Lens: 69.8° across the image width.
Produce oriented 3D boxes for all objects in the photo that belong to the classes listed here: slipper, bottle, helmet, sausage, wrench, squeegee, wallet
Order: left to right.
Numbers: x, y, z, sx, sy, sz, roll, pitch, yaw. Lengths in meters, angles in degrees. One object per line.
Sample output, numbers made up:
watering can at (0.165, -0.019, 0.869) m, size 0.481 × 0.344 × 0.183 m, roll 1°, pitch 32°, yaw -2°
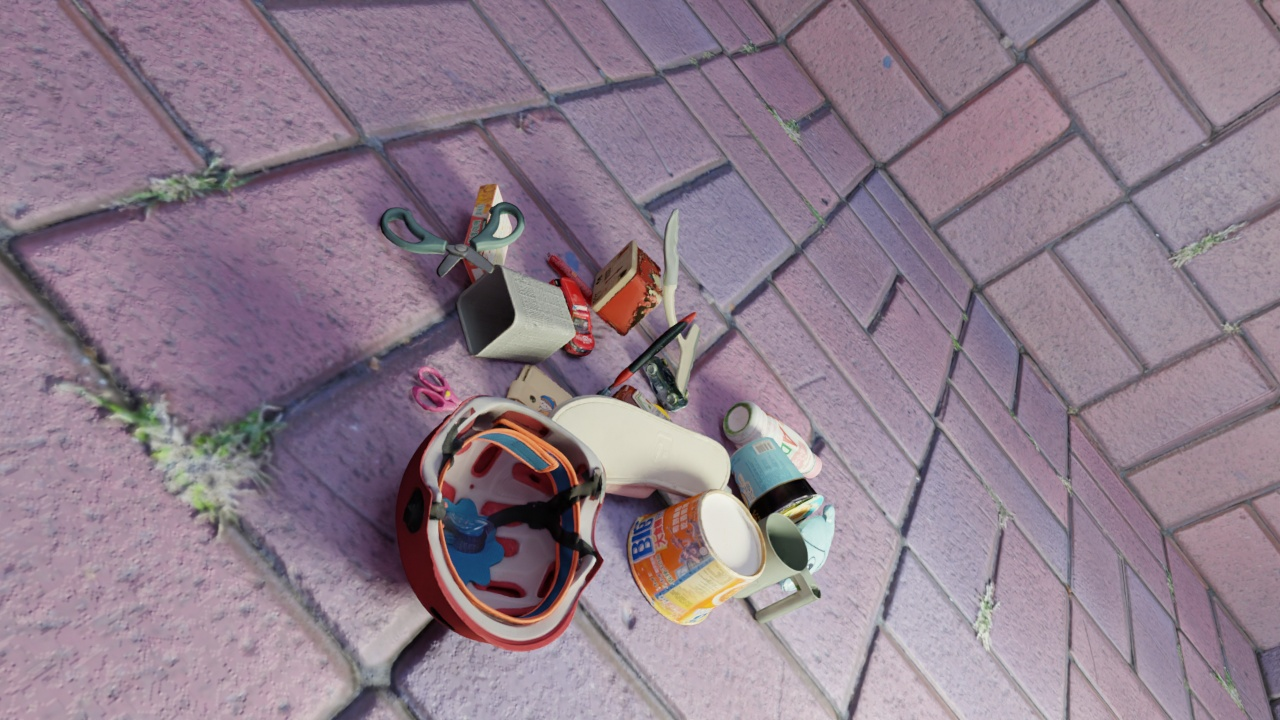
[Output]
helmet at (-0.150, 0.167, 0.896) m, size 0.206 × 0.144 × 0.239 m, roll 27°, pitch 54°, yaw -33°
wallet at (-0.128, 0.059, 1.134) m, size 0.087 × 0.024 × 0.114 m, roll 40°, pitch 35°, yaw -16°
sausage at (-0.082, -0.101, 1.350) m, size 0.156 × 0.020 × 0.020 m, roll 46°, pitch 33°, yaw -10°
wrench at (-0.007, 0.007, 1.243) m, size 0.016 × 0.056 × 0.272 m, roll 52°, pitch 52°, yaw -4°
slipper at (-0.006, 0.115, 1.152) m, size 0.274 × 0.055 × 0.114 m, roll 16°, pitch 78°, yaw -29°
bottle at (0.038, 0.118, 1.229) m, size 0.206 × 0.060 × 0.059 m, roll 43°, pitch 33°, yaw -2°
squeegee at (0.051, -0.109, 1.391) m, size 0.245 × 0.039 × 0.247 m, roll -69°, pitch 154°, yaw -64°
bottle at (0.216, 0.133, 1.460) m, size 0.197 × 0.068 × 0.068 m, roll 34°, pitch 37°, yaw -34°

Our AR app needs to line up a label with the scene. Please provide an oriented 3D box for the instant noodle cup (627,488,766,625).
instant noodle cup at (0.076, 0.236, 1.136) m, size 0.151 × 0.112 × 0.151 m, roll 32°, pitch 37°, yaw -29°

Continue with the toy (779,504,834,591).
toy at (0.246, 0.273, 1.342) m, size 0.161 × 0.050 × 0.156 m, roll -61°, pitch 147°, yaw -20°

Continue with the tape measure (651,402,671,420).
tape measure at (0.021, 0.087, 1.289) m, size 0.057 × 0.029 × 0.060 m, roll 24°, pitch 43°, yaw -38°

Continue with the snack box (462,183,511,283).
snack box at (-0.201, -0.158, 1.210) m, size 0.155 × 0.027 × 0.077 m, roll -87°, pitch 168°, yaw -46°

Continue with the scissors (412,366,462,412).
scissors at (-0.203, 0.058, 1.049) m, size 0.135 × 0.017 × 0.063 m, roll 39°, pitch 35°, yaw -28°

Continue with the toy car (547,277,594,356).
toy car at (-0.097, -0.062, 1.271) m, size 0.052 × 0.045 × 0.120 m, roll 6°, pitch 57°, yaw -47°

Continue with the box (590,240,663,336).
box at (-0.012, -0.104, 1.340) m, size 0.079 × 0.091 × 0.168 m, roll 42°, pitch 17°, yaw -16°

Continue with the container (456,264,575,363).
container at (-0.152, -0.053, 1.152) m, size 0.114 × 0.090 × 0.090 m, roll 13°, pitch 50°, yaw -49°

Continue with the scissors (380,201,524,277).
scissors at (-0.228, -0.164, 1.140) m, size 0.174 × 0.019 × 0.169 m, roll 28°, pitch 45°, yaw 18°

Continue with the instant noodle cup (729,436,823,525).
instant noodle cup at (0.190, 0.182, 1.352) m, size 0.111 × 0.111 × 0.120 m, roll 7°, pitch 45°, yaw -48°

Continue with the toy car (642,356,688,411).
toy car at (0.035, 0.035, 1.353) m, size 0.090 × 0.034 × 0.042 m, roll 57°, pitch 35°, yaw 6°

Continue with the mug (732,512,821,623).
mug at (0.167, 0.279, 1.218) m, size 0.083 × 0.104 × 0.124 m, roll -10°, pitch 68°, yaw -55°
